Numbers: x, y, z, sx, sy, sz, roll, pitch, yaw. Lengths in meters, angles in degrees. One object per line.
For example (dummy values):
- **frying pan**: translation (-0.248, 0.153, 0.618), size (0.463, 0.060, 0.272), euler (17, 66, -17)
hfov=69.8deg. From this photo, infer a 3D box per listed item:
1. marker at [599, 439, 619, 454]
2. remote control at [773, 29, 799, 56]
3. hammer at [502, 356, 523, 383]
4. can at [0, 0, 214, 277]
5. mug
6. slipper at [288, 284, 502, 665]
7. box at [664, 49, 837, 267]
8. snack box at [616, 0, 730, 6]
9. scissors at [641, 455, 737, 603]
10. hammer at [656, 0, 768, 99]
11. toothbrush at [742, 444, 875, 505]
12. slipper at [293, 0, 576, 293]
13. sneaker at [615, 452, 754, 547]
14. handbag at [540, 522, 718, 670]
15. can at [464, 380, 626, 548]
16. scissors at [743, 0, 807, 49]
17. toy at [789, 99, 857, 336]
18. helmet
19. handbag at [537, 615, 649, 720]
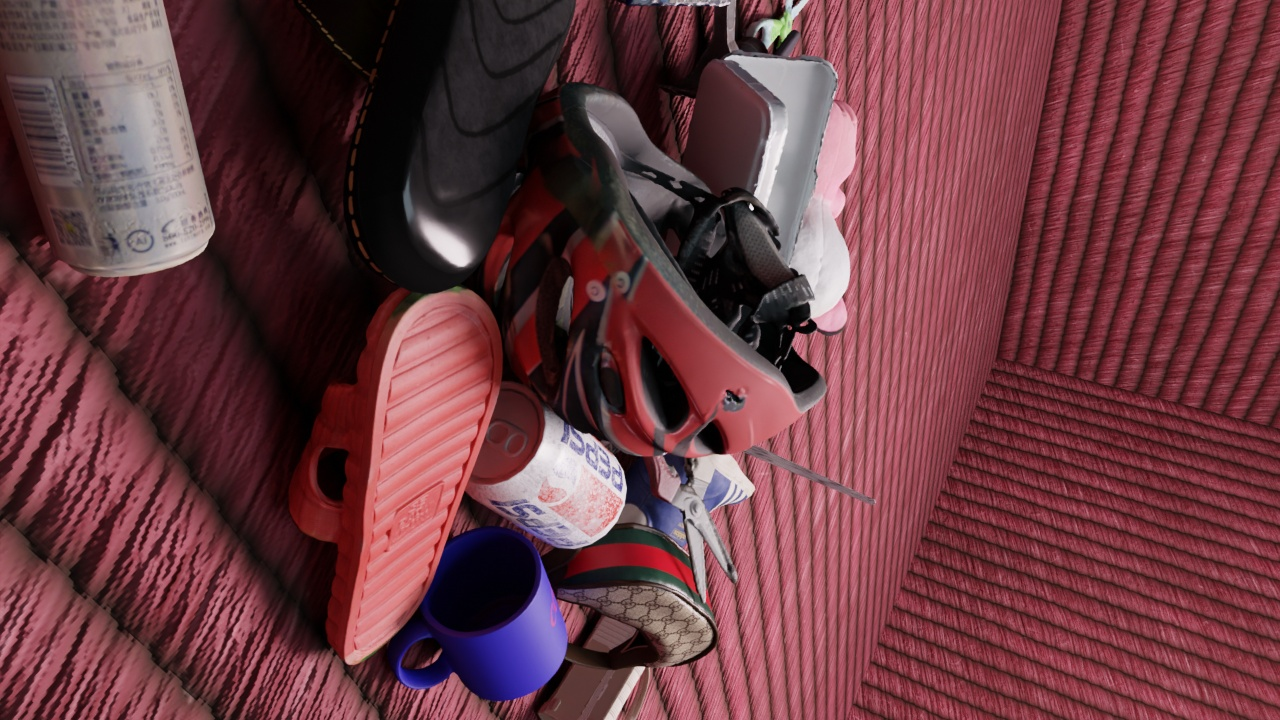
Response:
- **marker**: translation (-0.031, 0.072, 0.736), size (0.146, 0.017, 0.017), euler (-27, 129, -57)
- **remote control**: translation (0.093, -0.217, 0.755), size (0.124, 0.009, 0.046), euler (-55, 178, 5)
- **hammer**: translation (-0.004, 0.004, 0.733), size (0.322, 0.033, 0.115), euler (0, 107, -62)
- **can**: translation (-0.180, -0.098, 0.298), size (0.054, 0.054, 0.136), euler (-39, 138, -48)
- **mug**: translation (-0.108, 0.172, 0.592), size (0.111, 0.079, 0.084), euler (-28, 137, -17)
- **slipper**: translation (-0.135, 0.057, 0.479), size (0.103, 0.059, 0.249), euler (-38, 153, -51)
- **box**: translation (0.095, -0.126, 0.697), size (0.124, 0.106, 0.216), euler (-14, 138, -28)
- **snack box**: translation (0.027, -0.297, 0.563), size (0.082, 0.027, 0.150), euler (-8, 123, -26)
- **scissors**: translation (0.027, 0.071, 0.680), size (0.187, 0.015, 0.179), euler (35, 59, -30)
- **hammer**: translation (0.056, -0.330, 0.626), size (0.137, 0.035, 0.315), euler (-46, 146, -43)
- **toothbrush**: translation (0.111, 0.081, 0.767), size (0.010, 0.182, 0.010), euler (-5, 116, -64)
- **slipper**: translation (-0.091, -0.156, 0.415), size (0.113, 0.076, 0.267), euler (40, 53, -57)
- **sneaker**: translation (0.030, 0.131, 0.814), size (0.118, 0.091, 0.233), euler (-53, 167, -6)
- **handbag**: translation (-0.022, 0.190, 0.703), size (0.166, 0.138, 0.063), euler (48, 21, -41)
- **can**: translation (-0.065, 0.070, 0.598), size (0.078, 0.078, 0.136), euler (-65, 153, -16)
- **scissors**: translation (0.129, -0.303, 0.824), size (0.167, 0.023, 0.171), euler (-21, 122, -51)
- **toy**: translation (0.140, -0.131, 0.820), size (0.141, 0.084, 0.213), euler (4, 96, -38)
- **helmet**: translation (0.001, -0.042, 0.533), size (0.167, 0.217, 0.272), euler (-32, 155, 13)
- **handbag**: translation (-0.016, 0.313, 0.878), size (0.175, 0.062, 0.198), euler (-53, 154, -37)
